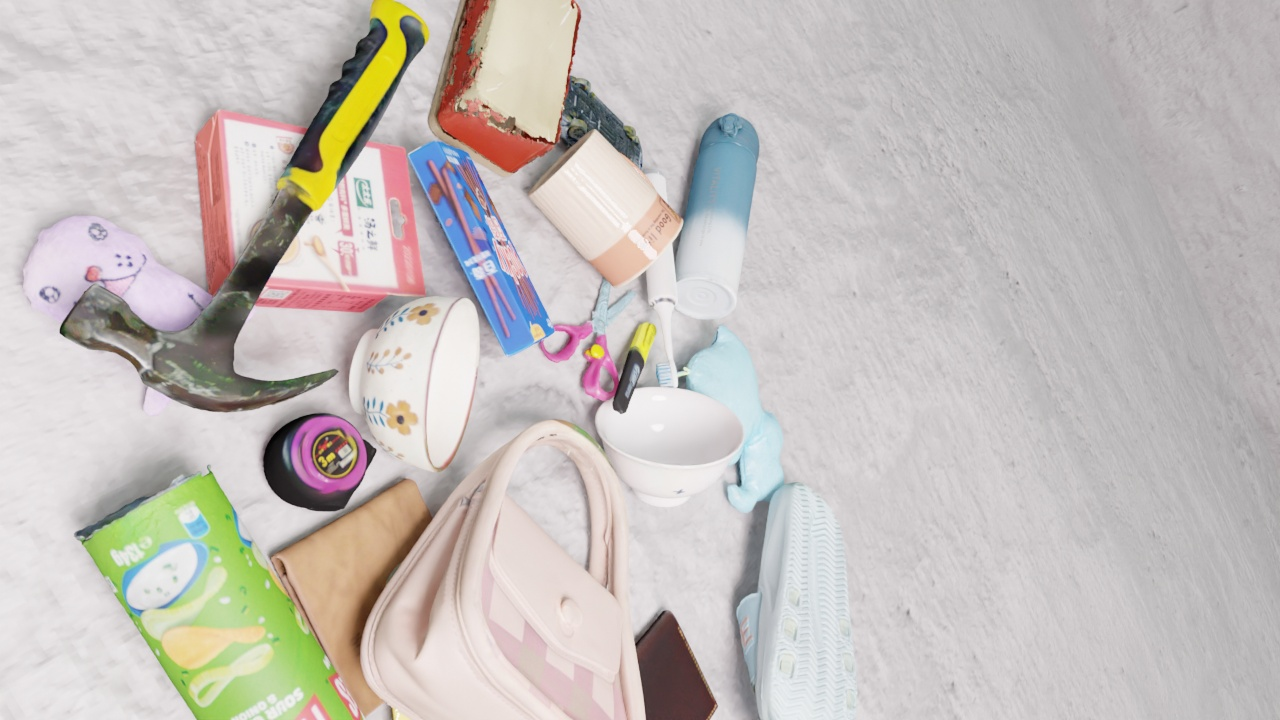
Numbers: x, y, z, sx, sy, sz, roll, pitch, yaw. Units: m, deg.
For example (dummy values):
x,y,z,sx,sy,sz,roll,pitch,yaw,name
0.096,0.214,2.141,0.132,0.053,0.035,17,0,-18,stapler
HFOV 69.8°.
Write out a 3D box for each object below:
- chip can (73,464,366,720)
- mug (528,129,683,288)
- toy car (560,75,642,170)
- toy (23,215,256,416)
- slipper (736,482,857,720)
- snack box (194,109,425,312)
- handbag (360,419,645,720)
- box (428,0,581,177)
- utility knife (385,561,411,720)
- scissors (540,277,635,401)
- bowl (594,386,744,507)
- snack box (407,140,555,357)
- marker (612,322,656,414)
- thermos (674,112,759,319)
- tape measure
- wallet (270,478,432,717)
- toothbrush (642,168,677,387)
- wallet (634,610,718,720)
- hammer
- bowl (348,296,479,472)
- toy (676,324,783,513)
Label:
x,y,z,sx,sy,sz,roll,pitch,yaw,name
-0.199,0.172,0.483,0.072,0.072,0.236,-36,100,-46,chip can
-0.025,-0.136,0.773,0.106,0.082,0.114,45,40,-17,mug
-0.041,-0.204,0.820,0.120,0.037,0.054,31,52,-45,toy car
-0.283,-0.031,0.505,0.108,0.039,0.083,43,69,-26,toy
0.127,0.221,0.789,0.104,0.074,0.244,33,48,-31,slipper
-0.212,-0.091,0.595,0.127,0.044,0.113,2,72,-43,snack box
-0.063,0.144,0.611,0.193,0.094,0.233,54,33,-33,handbag
-0.103,-0.245,0.741,0.091,0.079,0.168,28,55,-36,box
-0.138,0.207,0.559,0.030,0.019,0.173,0,86,-43,utility knife
-0.043,-0.033,0.765,0.096,0.017,0.137,26,51,-25,scissors
0.020,0.077,0.736,0.118,0.118,0.065,-30,134,-47,bowl
-0.113,-0.082,0.673,0.157,0.026,0.084,64,7,-5,snack box
-0.005,0.004,0.764,0.018,0.015,0.123,57,28,-24,marker
0.075,-0.146,0.890,0.070,0.070,0.220,33,53,-32,thermos
-0.196,0.061,0.554,0.058,0.039,0.056,44,47,-30,tape measure
-0.160,0.146,0.572,0.101,0.020,0.115,-32,100,-45,wallet
0.018,-0.075,0.814,0.026,0.027,0.220,-3,63,-3,toothbrush
0.009,0.265,0.693,0.122,0.020,0.096,-36,105,-48,wallet
-0.199,-0.109,0.559,0.126,0.032,0.322,37,51,-28,hammer
-0.148,0.012,0.590,0.062,0.114,0.113,8,60,2,bowl
0.084,0.053,0.832,0.156,0.050,0.161,25,65,-45,toy
